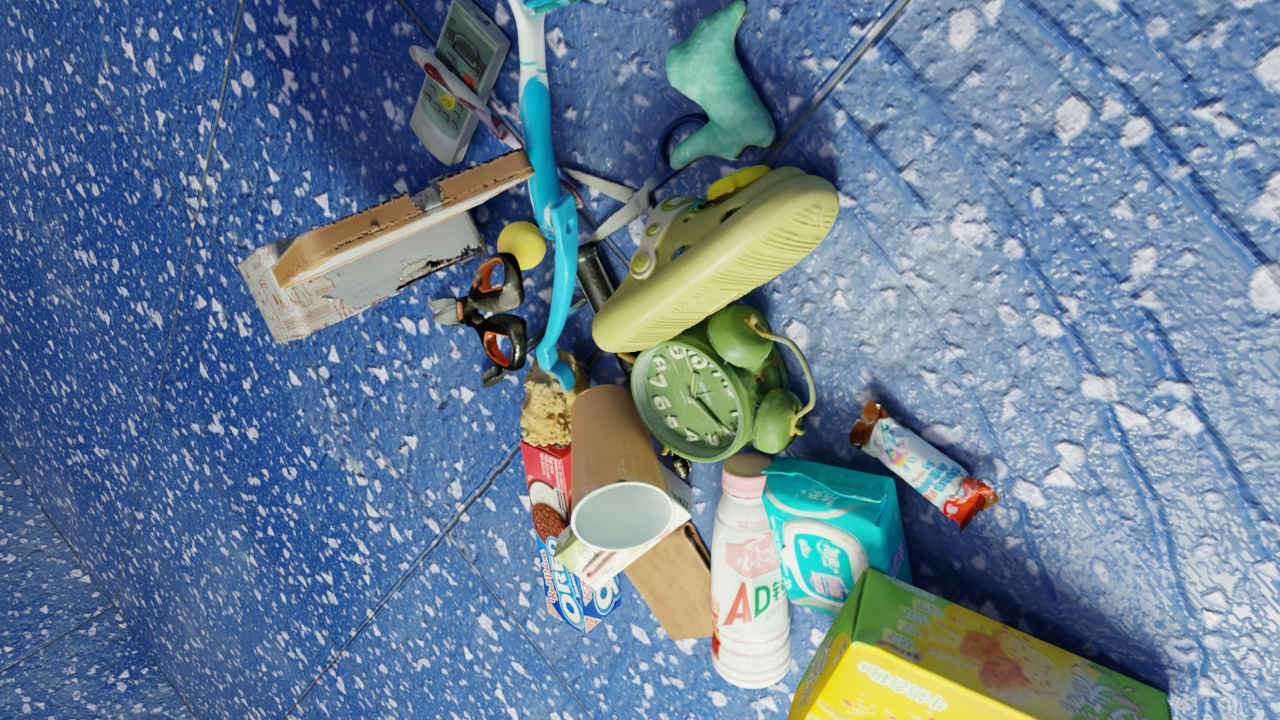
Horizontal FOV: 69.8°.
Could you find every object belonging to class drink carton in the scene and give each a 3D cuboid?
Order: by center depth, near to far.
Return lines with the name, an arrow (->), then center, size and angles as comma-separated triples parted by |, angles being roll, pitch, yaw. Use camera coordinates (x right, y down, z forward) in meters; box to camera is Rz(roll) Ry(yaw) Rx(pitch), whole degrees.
drink carton -> -0.015, 0.142, 0.788 | 0.053, 0.045, 0.123 | 42, 113, -15

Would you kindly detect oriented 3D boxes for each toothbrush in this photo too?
toothbrush -> -0.116, -0.182, 0.719 | 0.187, 0.017, 0.016 | 43, 134, 4
toothbrush -> -0.004, 0.004, 0.748 | 0.026, 0.027, 0.213 | -21, 105, 15
toothbrush -> -0.099, -0.016, 0.831 | 0.190, 0.014, 0.016 | -36, 65, 46

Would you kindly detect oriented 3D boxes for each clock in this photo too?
clock -> 0.060, 0.018, 0.680 | 0.162, 0.056, 0.116 | -14, 105, 45

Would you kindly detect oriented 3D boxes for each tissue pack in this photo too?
tissue pack -> 0.143, 0.131, 0.665 | 0.093, 0.050, 0.133 | 9, 131, 37

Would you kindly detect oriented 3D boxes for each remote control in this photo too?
remote control -> -0.150, -0.223, 0.747 | 0.056, 0.019, 0.135 | 48, 136, 8

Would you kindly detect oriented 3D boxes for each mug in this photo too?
mug -> -0.021, 0.080, 0.730 | 0.122, 0.078, 0.078 | -103, 20, -50

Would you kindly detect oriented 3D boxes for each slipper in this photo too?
slipper -> 0.035, -0.075, 0.604 | 0.191, 0.091, 0.081 | -34, 75, 27

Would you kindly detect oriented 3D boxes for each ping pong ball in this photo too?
ping pong ball -> -0.099, -0.095, 0.762 | 0.040, 0.040, 0.040 | 21, 126, 31

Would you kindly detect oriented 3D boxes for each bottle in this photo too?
bottle -> 0.089, 0.169, 0.740 | 0.068, 0.068, 0.197 | 14, 119, 35

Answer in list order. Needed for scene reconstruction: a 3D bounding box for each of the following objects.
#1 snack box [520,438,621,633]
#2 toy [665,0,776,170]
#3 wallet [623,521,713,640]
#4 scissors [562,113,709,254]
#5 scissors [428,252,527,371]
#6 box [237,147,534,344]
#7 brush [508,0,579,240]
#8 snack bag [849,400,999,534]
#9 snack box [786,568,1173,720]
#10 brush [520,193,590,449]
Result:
snack box -> -0.062, 0.158, 0.869 | 0.057, 0.058, 0.208 | 17, 125, 37
toy -> 0.048, -0.169, 0.594 | 0.097, 0.030, 0.092 | -30, 95, 28
wallet -> 0.035, 0.204, 0.840 | 0.101, 0.020, 0.115 | -22, 101, 45
scissors -> 0.011, -0.117, 0.676 | 0.174, 0.012, 0.163 | 44, 137, 14
scissors -> -0.151, -0.029, 0.809 | 0.235, 0.021, 0.148 | -37, 64, 57
box -> -0.203, -0.091, 0.720 | 0.260, 0.176, 0.082 | -7, 110, 59
brush -> -0.068, -0.240, 0.632 | 0.110, 0.060, 0.314 | 1, 110, 47
snack bag -> 0.189, 0.071, 0.621 | 0.105, 0.026, 0.045 | 39, 141, 21
snack box -> 0.221, 0.252, 0.630 | 0.210, 0.069, 0.158 | 22, 129, 9
brush -> -0.065, -0.022, 0.732 | 0.046, 0.082, 0.255 | 25, 137, 15
